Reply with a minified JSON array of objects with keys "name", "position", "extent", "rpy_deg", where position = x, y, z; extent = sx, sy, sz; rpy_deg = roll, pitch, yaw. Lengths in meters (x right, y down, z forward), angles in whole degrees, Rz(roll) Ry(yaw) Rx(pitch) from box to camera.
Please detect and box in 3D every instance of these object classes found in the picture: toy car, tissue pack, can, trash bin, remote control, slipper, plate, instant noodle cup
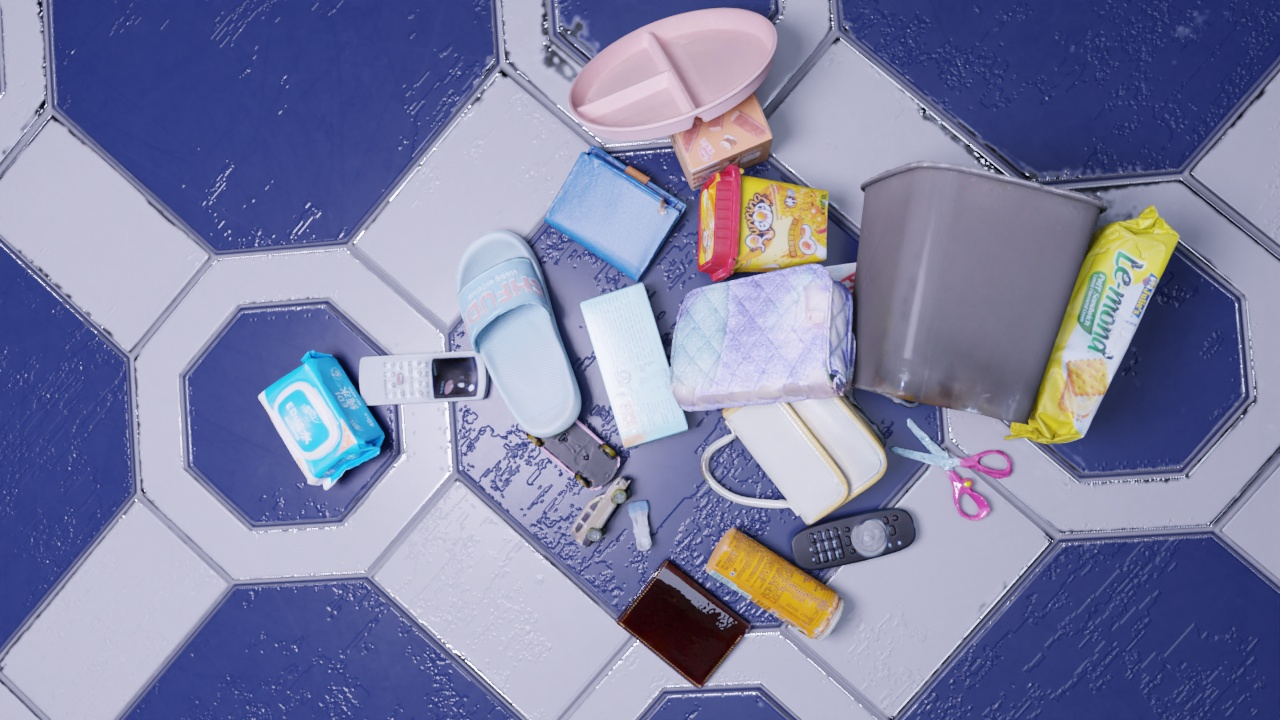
[{"name":"toy car","position":[-0.041,0.167,1.025],"extent":[0.035,0.042,0.090],"rpy_deg":[37,92,6]},{"name":"tissue pack","position":[-0.360,0.067,1.035],"extent":[0.090,0.063,0.140],"rpy_deg":[-34,86,16]},{"name":"can","position":[0.146,0.244,1.000],"extent":[0.146,0.058,0.058],"rpy_deg":[32,91,5]},{"name":"trash bin","position":[0.312,-0.062,0.910],"extent":[0.198,0.199,0.220],"rpy_deg":[11,92,-6]},{"name":"toy car","position":[-0.078,0.094,1.033],"extent":[0.122,0.037,0.056],"rpy_deg":[41,88,3]},{"name":"remote control","position":[-0.250,0.020,1.056],"extent":[0.150,0.021,0.058],"rpy_deg":[-4,88,5]},{"name":"slipper","position":[-0.141,-0.031,1.009],"extent":[0.104,0.074,0.245],"rpy_deg":[-25,76,6]},{"name":"plate","position":[0.034,-0.302,0.970],"extent":[0.229,0.229,0.028],"rpy_deg":[-22,131,4]},{"name":"instant noodle cup","position":[0.131,-0.144,0.990],"extent":[0.123,0.116,0.116],"rpy_deg":[3,88,-7]},{"name":"remote control","position":[0.233,0.196,1.011],"extent":[0.136,0.024,0.053],"rpy_deg":[-14,86,3]}]

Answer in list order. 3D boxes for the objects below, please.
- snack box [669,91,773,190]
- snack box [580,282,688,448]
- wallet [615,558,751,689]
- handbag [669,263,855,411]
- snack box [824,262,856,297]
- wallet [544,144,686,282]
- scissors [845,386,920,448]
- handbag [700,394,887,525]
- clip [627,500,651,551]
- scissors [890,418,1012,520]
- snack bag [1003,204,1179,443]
[{"name":"snack box","position":[0.084,-0.246,0.999],"extent":[0.094,0.092,0.077],"rpy_deg":[-23,87,4]},{"name":"snack box","position":[-0.006,0.006,1.022],"extent":[0.074,0.051,0.175],"rpy_deg":[-17,88,3]},{"name":"wallet","position":[0.047,0.296,1.028],"extent":[0.122,0.020,0.096],"rpy_deg":[38,97,3]},{"name":"handbag","position":[0.127,-0.018,0.954],"extent":[0.194,0.075,0.134],"rpy_deg":[-8,65,40]},{"name":"snack box","position":[0.220,-0.063,1.011],"extent":[0.157,0.027,0.084],"rpy_deg":[-8,88,0]},{"name":"wallet","position":[-0.029,-0.167,1.035],"extent":[0.133,0.040,0.106],"rpy_deg":[33,100,5]},{"name":"scissors","position":[0.230,0.026,1.021],"extent":[0.159,0.014,0.173],"rpy_deg":[-7,87,5]},{"name":"handbag","position":[0.157,0.101,1.000],"extent":[0.179,0.063,0.163],"rpy_deg":[-39,81,11]},{"name":"clip","position":[0.000,0.186,1.034],"extent":[0.024,0.029,0.056],"rpy_deg":[-8,81,2]},{"name":"scissors","position":[0.346,0.108,1.010],"extent":[0.105,0.017,0.136],"rpy_deg":[-41,82,4]},{"name":"snack bag","position":[0.444,-0.027,0.935],"extent":[0.068,0.158,0.246],"rpy_deg":[25,90,11]}]
